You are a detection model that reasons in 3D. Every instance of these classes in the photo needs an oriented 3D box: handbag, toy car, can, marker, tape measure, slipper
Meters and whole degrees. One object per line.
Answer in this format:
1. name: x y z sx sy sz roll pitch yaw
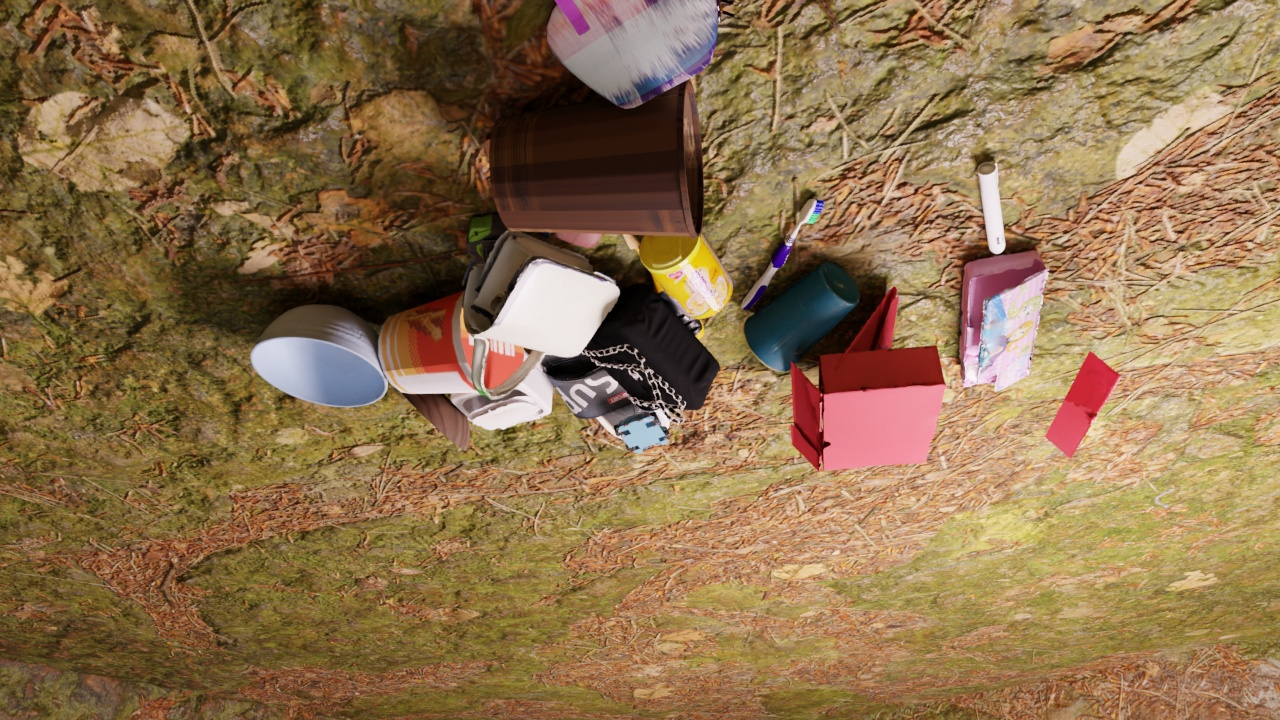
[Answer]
1. handbag: -0.022 -0.284 0.689 0.145 0.067 0.170 -21 135 27
2. handbag: -0.125 -0.039 0.953 0.151 0.074 0.176 13 114 -54
3. toy car: 0.000 0.085 1.176 0.060 0.027 0.108 -19 154 6
4. handbag: -0.041 -0.161 0.898 0.055 0.029 0.120 15 138 -26
5. can: 0.049 -0.096 0.959 0.068 0.067 0.105 -17 144 21
6. handbag: -0.006 0.006 1.041 0.125 0.114 0.153 -7 140 47
7. marker: 0.359 -0.153 0.933 0.020 0.017 0.133 -43 141 -5
8. tape measure: -0.146 -0.120 0.941 0.065 0.035 0.059 -4 147 2
9. slipper: -0.042 0.050 1.180 0.111 0.063 0.264 -15 146 19

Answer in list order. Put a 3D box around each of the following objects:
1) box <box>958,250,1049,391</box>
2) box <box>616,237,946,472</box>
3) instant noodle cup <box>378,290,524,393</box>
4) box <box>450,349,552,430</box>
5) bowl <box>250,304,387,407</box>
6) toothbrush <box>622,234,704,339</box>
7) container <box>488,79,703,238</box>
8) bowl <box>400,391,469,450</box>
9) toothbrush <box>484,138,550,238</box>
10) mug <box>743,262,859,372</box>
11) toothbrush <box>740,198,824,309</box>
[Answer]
1. box: 0.423 -0.032 1.074 0.085 0.063 0.230 -9 145 11
2. box: 0.155 0.009 1.119 0.426 0.127 0.213 23 157 22
3. instant noodle cup: -0.215 -0.017 1.029 0.121 0.123 0.123 -9 146 24
4. box: -0.173 0.057 1.149 0.108 0.101 0.102 -13 144 20
5. bowl: -0.357 -0.015 1.048 0.150 0.074 0.151 5 148 3
6. toothbrush: 0.027 -0.081 1.014 0.031 0.030 0.197 -28 138 11
7. container: -0.036 -0.169 0.802 0.167 0.132 0.132 -2 147 11
8. bowl: -0.255 0.063 1.172 0.032 0.119 0.119 -46 141 -7
9. toothbrush: -0.117 -0.168 0.893 0.021 0.017 0.135 -15 142 13
10. mug: 0.183 -0.052 1.029 0.078 0.078 0.122 19 136 -28
11. toothbrush: 0.149 -0.110 0.988 0.016 0.015 0.187 4 147 -17
